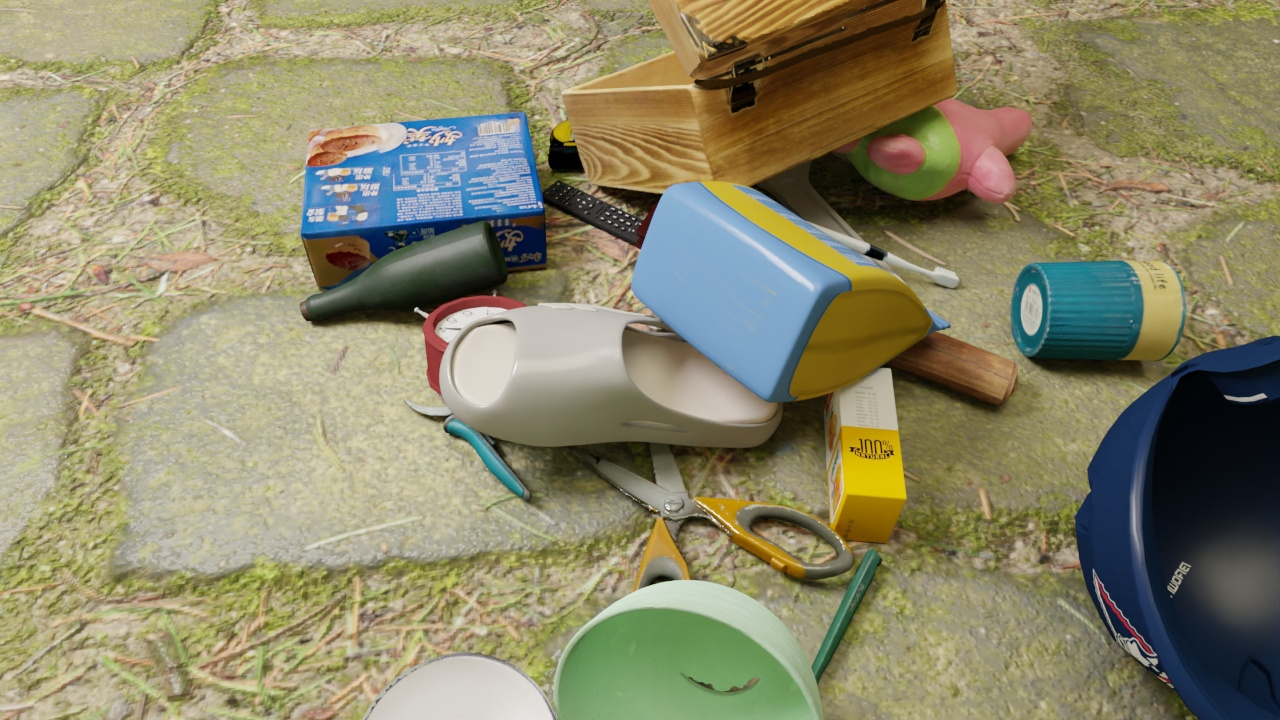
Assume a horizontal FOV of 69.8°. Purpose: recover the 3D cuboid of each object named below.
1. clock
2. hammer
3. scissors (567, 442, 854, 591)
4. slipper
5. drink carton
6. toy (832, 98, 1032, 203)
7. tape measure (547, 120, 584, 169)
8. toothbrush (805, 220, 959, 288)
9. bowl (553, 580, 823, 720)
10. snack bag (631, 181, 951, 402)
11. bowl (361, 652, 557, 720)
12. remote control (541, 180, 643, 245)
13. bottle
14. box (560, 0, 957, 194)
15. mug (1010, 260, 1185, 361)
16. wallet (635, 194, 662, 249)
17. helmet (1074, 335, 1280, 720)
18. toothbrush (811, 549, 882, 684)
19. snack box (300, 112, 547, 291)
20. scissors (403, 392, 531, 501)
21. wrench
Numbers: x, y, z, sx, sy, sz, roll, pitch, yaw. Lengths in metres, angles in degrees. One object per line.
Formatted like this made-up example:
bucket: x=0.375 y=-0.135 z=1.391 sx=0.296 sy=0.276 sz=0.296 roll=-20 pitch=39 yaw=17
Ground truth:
clock: x=-0.116 y=-0.004 z=0.712 sx=0.096 sy=0.048 sz=0.137 roll=-16 pitch=38 yaw=-27
hammer: x=0.159 y=-0.026 z=0.763 sx=0.301 sy=0.037 sz=0.157 roll=20 pitch=51 yaw=15
scissors: x=0.028 y=0.123 z=0.642 sx=0.225 sy=0.016 sz=0.215 roll=22 pitch=52 yaw=22
slipper: x=-0.004 y=0.004 z=0.657 sx=0.265 sy=0.081 sz=0.112 roll=9 pitch=56 yaw=-20
drink carton: x=0.161 y=0.064 z=0.670 sx=0.040 sy=0.059 sz=0.122 roll=5 pitch=49 yaw=2
toy: x=0.293 y=-0.212 z=0.897 sx=0.236 sy=0.097 sz=0.192 roll=-14 pitch=36 yaw=-26
tape measure: x=-0.062 y=-0.220 z=0.927 sx=0.061 sy=0.034 sz=0.061 roll=0 pitch=47 yaw=-3
toothbrush: x=0.197 y=-0.100 z=0.812 sx=0.186 sy=0.012 sz=0.017 roll=18 pitch=33 yaw=-9
bowl: x=0.034 y=0.185 z=0.520 sx=0.151 sy=0.151 sz=0.076 roll=19 pitch=23 yaw=14
snack bag: x=0.121 y=-0.057 z=0.685 sx=0.204 sy=0.102 sz=0.159 roll=-8 pitch=38 yaw=-44
bowl: x=-0.100 y=0.231 z=0.512 sx=0.116 sy=0.066 sz=0.116 roll=1 pitch=49 yaw=-1
remote control: x=-0.032 y=-0.137 z=0.872 sx=0.140 sy=0.009 sz=0.030 roll=28 pitch=54 yaw=21
bottle: x=-0.202 y=-0.066 z=0.770 sx=0.174 sy=0.055 sz=0.055 roll=-17 pitch=50 yaw=4
box: x=0.090 y=-0.332 z=0.770 sx=0.278 sy=0.324 sz=0.284 roll=-26 pitch=27 yaw=-23
mug: x=0.371 y=-0.045 z=0.768 sx=0.107 sy=0.083 sz=0.113 roll=-1 pitch=21 yaw=1
wallet: x=0.063 y=-0.111 z=0.798 sx=0.116 sy=0.018 sz=0.091 roll=21 pitch=51 yaw=14
helmet: x=0.362 y=0.112 z=0.525 sx=0.271 sy=0.224 sz=0.232 roll=-31 pitch=80 yaw=-36
toothbrush: x=0.116 y=0.196 z=0.581 sx=0.017 sy=0.016 sz=0.189 roll=23 pitch=52 yaw=20
snack box: x=-0.195 y=-0.149 z=0.839 sx=0.202 sy=0.069 sz=0.154 roll=-7 pitch=50 yaw=-9
scissors: x=-0.110 y=0.054 z=0.697 sx=0.154 sy=0.019 sz=0.124 roll=-1 pitch=47 yaw=1
wrench: x=0.177 y=-0.142 z=0.879 sx=0.086 sy=0.018 sz=0.273 roll=-21 pitch=54 yaw=-20
